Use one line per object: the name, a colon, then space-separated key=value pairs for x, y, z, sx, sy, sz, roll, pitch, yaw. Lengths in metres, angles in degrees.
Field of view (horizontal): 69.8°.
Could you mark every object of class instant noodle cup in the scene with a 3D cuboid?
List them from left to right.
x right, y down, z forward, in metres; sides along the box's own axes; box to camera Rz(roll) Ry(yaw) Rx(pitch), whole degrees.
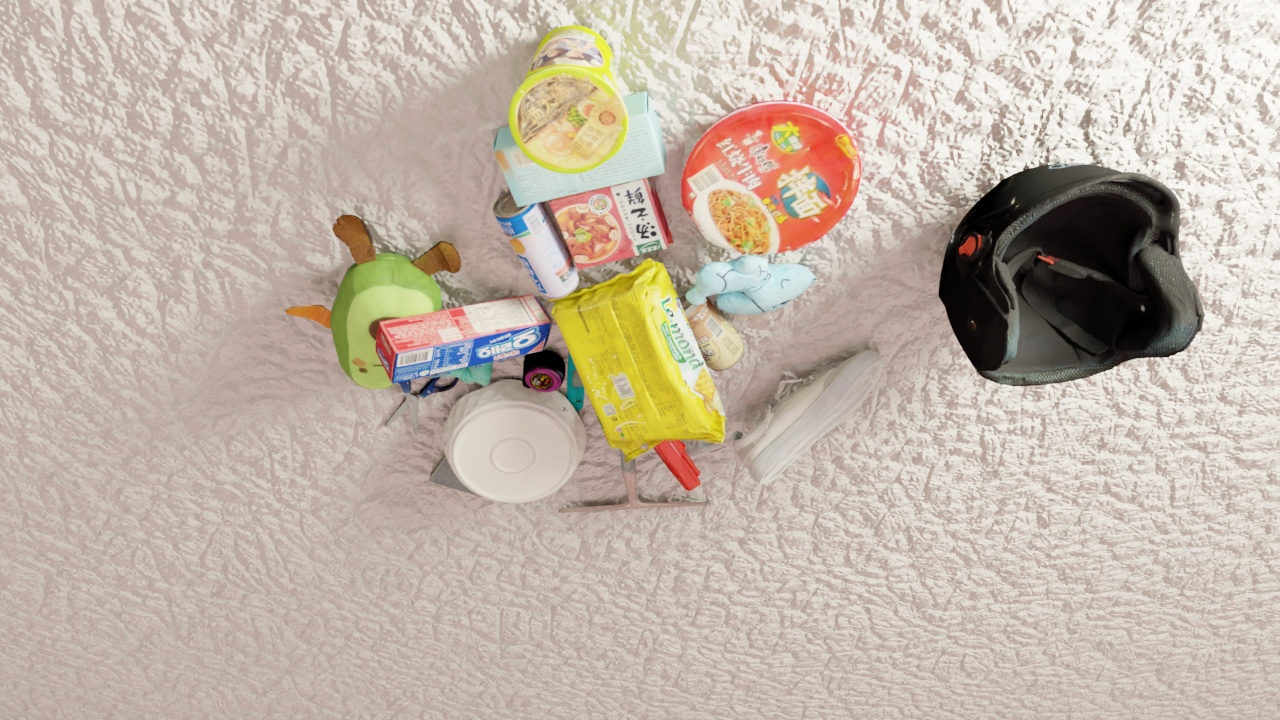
instant noodle cup: x=-0.066 y=-0.264 z=0.896 sx=0.112 sy=0.123 sz=0.112 roll=1 pitch=135 yaw=0
instant noodle cup: x=0.137 y=-0.208 z=0.996 sx=0.194 sy=0.065 sz=0.194 roll=-1 pitch=135 yaw=-1

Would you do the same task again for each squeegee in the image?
squeegee: x=-0.018 y=0.165 z=1.390 sx=0.248 sy=0.040 sz=0.250 roll=-3 pitch=135 yaw=3

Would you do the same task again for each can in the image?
can: x=-0.120 y=-0.135 z=1.073 sx=0.053 sy=0.053 sz=0.135 roll=-15 pitch=134 yaw=14
can: x=0.081 y=-0.041 z=1.168 sx=0.059 sy=0.058 sz=0.116 roll=-26 pitch=130 yaw=23

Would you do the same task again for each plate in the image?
plate: x=-0.180 y=0.123 z=1.303 sx=0.205 sy=0.045 sz=0.205 roll=-2 pitch=123 yaw=-3

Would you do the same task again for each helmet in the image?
helmet: x=0.448 y=-0.099 z=0.999 sx=0.233 sy=0.230 sz=0.275 roll=-4 pitch=126 yaw=-10

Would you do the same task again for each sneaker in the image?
sneaker: x=0.225 y=0.060 z=1.270 sx=0.242 sy=0.090 sz=0.089 roll=-45 pitch=153 yaw=15

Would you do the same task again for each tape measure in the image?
tape measure: x=-0.129 y=0.013 z=1.233 sx=0.058 sy=0.039 sz=0.057 roll=7 pitch=135 yaw=-1

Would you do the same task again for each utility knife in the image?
utility knife: x=-0.088 y=0.031 z=1.270 sx=0.029 sy=0.013 sz=0.187 roll=8 pitch=136 yaw=1

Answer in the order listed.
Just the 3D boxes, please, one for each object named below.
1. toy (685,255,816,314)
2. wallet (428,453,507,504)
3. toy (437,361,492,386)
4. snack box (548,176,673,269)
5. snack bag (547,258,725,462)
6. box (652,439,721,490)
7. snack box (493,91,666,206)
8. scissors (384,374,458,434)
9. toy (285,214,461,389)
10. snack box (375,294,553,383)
toy: x=0.136 y=-0.088 z=1.110 sx=0.161 sy=0.049 sz=0.156 roll=-16 pitch=159 yaw=4
wallet: x=-0.243 y=0.170 z=1.392 sx=0.129 sy=0.036 sz=0.107 roll=22 pitch=140 yaw=-19
toy: x=-0.223 y=0.002 z=1.224 sx=0.096 sy=0.030 sz=0.092 roll=0 pitch=134 yaw=-14
snack box: x=-0.030 y=-0.158 z=1.058 sx=0.113 sy=0.044 sz=0.127 roll=-13 pitch=134 yaw=12
snack bag: x=-0.007 y=0.007 z=1.130 sx=0.158 sy=0.068 sz=0.246 roll=-14 pitch=108 yaw=30
box: x=0.047 y=0.082 z=1.292 sx=0.098 sy=0.095 sz=0.201 roll=-39 pitch=128 yaw=-4
snack box: x=-0.064 y=-0.225 z=0.984 sx=0.175 sy=0.051 sz=0.074 roll=-11 pitch=136 yaw=11
scissors: x=-0.319 y=0.044 z=1.279 sx=0.163 sy=0.012 sz=0.163 roll=-21 pitch=132 yaw=19
toy: x=-0.312 y=-0.057 z=1.122 sx=0.226 sy=0.089 sz=0.247 roll=9 pitch=130 yaw=-17
snack box: x=-0.210 y=-0.028 z=1.111 sx=0.207 sy=0.058 sz=0.057 roll=-14 pitch=143 yaw=-32
